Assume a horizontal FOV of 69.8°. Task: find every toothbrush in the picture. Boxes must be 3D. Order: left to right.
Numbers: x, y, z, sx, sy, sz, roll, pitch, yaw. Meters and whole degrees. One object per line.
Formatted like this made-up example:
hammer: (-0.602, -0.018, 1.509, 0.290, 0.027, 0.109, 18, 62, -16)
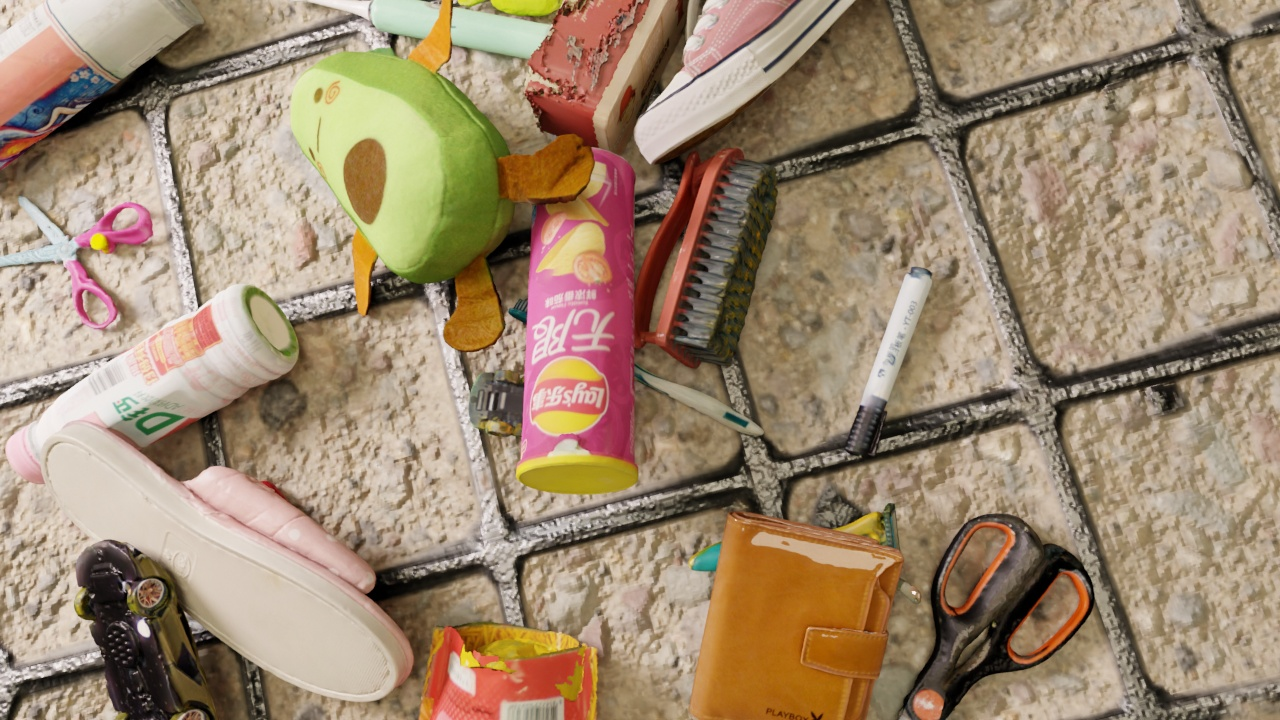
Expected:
toothbrush: (-0.160, -0.248, 0.666, 0.224, 0.026, 0.027, 13, 118, 9)
toothbrush: (-0.004, 0.004, 0.613, 0.192, 0.016, 0.018, 26, 73, 10)

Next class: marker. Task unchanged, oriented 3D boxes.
marker: (0.162, 0.001, 0.594, 0.022, 0.018, 0.130, 22, 84, 1)

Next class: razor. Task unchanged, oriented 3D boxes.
razor: (0.096, 0.118, 0.575, 0.132, 0.028, 0.043, -9, 100, 3)

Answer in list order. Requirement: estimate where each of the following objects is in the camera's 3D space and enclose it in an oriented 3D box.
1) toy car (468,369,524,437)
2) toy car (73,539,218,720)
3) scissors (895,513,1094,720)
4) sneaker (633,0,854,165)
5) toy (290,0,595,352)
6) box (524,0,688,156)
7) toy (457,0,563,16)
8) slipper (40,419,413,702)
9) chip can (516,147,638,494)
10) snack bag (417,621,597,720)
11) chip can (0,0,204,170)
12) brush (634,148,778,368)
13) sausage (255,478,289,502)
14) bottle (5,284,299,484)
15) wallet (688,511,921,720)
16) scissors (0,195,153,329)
toy car: (-0.066, 0.033, 0.601, 0.091, 0.036, 0.043, 10, 74, -7)
toy car: (-0.309, 0.185, 0.578, 0.070, 0.042, 0.158, -10, 98, 28)
scissors: (0.194, 0.206, 0.553, 0.137, 0.022, 0.235, 16, 82, 8)
sneaker: (0.073, -0.228, 0.599, 0.241, 0.118, 0.088, -44, 97, -8)
toy: (-0.148, -0.124, 0.595, 0.247, 0.089, 0.227, 38, 114, 28)
box: (-0.018, -0.231, 0.615, 0.079, 0.091, 0.168, 25, 84, 6)
toy: (-0.086, -0.281, 0.662, 0.096, 0.031, 0.100, -45, 74, -3)
slipper: (-0.256, 0.120, 0.581, 0.274, 0.054, 0.114, 29, 124, 7)
chip can: (-0.038, -0.027, 0.572, 0.071, 0.071, 0.210, -3, 67, 5)
snack bag: (-0.085, 0.271, 0.554, 0.129, 0.073, 0.207, 3, 86, 10)
chip can: (-0.429, -0.213, 0.666, 0.214, 0.071, 0.071, -37, 79, -1)
brush: (0.040, -0.071, 0.599, 0.069, 0.063, 0.145, 12, 80, 26)
sausage: (-0.213, 0.136, 0.610, 0.020, 0.020, 0.156, -43, 80, -2)
bottle: (-0.331, 0.022, 0.621, 0.197, 0.068, 0.068, -29, 79, 4)
wallet: (0.099, 0.165, 0.555, 0.119, 0.035, 0.131, 11, 98, 9)
scissors: (-0.415, -0.073, 0.670, 0.133, 0.017, 0.125, -9, 83, 9)
